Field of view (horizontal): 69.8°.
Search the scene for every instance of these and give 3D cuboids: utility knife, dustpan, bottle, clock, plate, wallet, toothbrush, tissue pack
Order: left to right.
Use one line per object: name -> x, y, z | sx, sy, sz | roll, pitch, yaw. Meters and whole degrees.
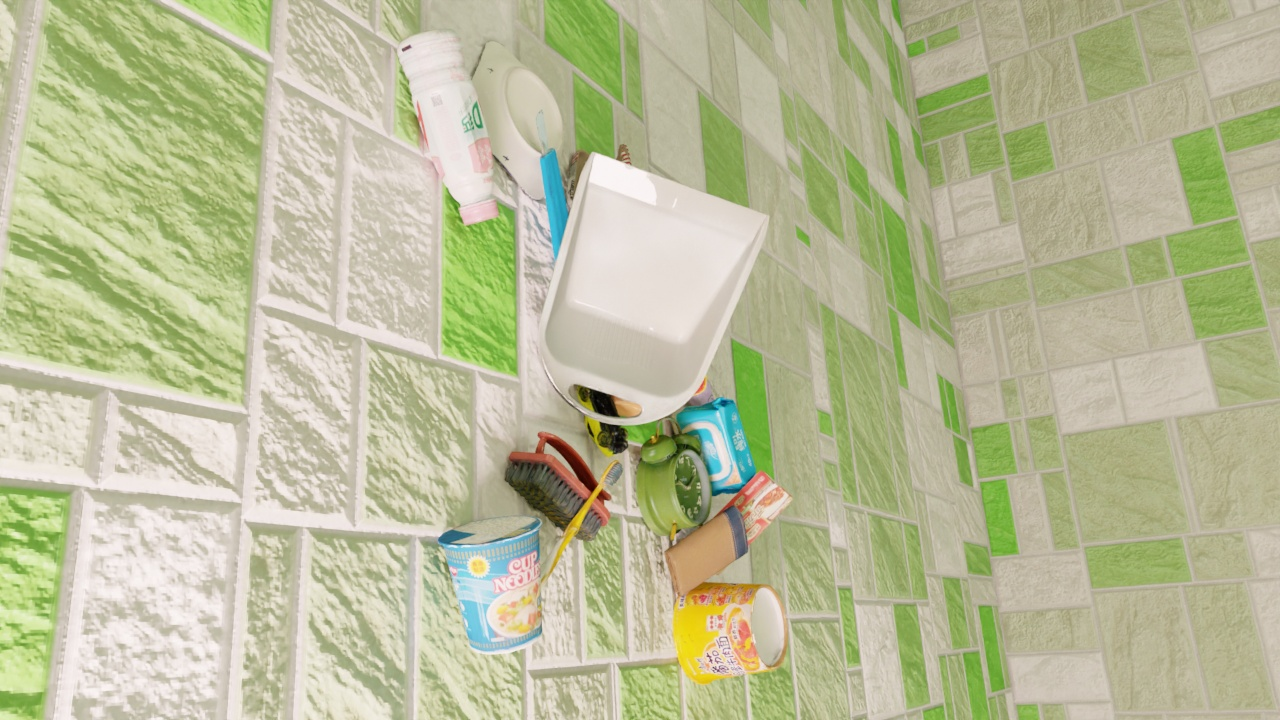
bottle -> -0.197, -0.243, 0.970 | 0.068, 0.068, 0.197 | -32, 109, -58
plate -> -0.140, -0.296, 1.114 | 0.163, 0.034, 0.164 | 46, 41, -40
utility knife -> -0.105, -0.205, 1.109 | 0.034, 0.018, 0.191 | -35, 123, -52
toothbrush -> -0.073, 0.185, 0.968 | 0.191, 0.018, 0.016 | -56, 130, -17
dustpan -> -0.001, -0.062, 1.053 | 0.222, 0.258, 0.142 | 18, 38, -7
clock -> 0.044, 0.154, 1.213 | 0.116, 0.056, 0.161 | 4, 75, -59
wallet -> 0.087, 0.249, 1.199 | 0.115, 0.033, 0.090 | -31, 133, -20
tissue pack -> 0.102, 0.124, 1.286 | 0.063, 0.090, 0.140 | -24, 99, -59

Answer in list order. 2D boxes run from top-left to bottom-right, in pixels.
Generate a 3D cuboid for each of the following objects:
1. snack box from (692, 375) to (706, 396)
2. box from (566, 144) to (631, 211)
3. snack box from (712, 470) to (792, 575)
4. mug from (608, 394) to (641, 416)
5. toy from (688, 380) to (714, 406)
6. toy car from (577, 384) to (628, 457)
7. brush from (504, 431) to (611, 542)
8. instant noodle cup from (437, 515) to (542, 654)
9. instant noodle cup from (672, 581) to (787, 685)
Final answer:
snack box -> 0.043, 0.001, 1.254 | 0.080, 0.082, 0.091 | 22, 59, -43
box -> -0.060, -0.223, 1.181 | 0.162, 0.087, 0.076 | -90, -167, -46
snack box -> 0.136, 0.225, 1.265 | 0.075, 0.153, 0.025 | 41, 4, -44
mug -> -0.007, 0.007, 1.177 | 0.078, 0.078, 0.122 | 34, 56, -49
toy -> 0.085, 0.045, 1.344 | 0.083, 0.039, 0.108 | -86, 151, -68
toy car -> -0.050, 0.067, 1.118 | 0.048, 0.032, 0.105 | -6, 72, -58
brush -> -0.079, 0.140, 1.008 | 0.146, 0.063, 0.069 | 50, 52, -38
instant noodle cup -> -0.134, 0.212, 0.868 | 0.099, 0.099, 0.110 | -17, 100, -59
instant noodle cup -> 0.123, 0.354, 1.210 | 0.138, 0.110, 0.137 | 29, 54, -50
